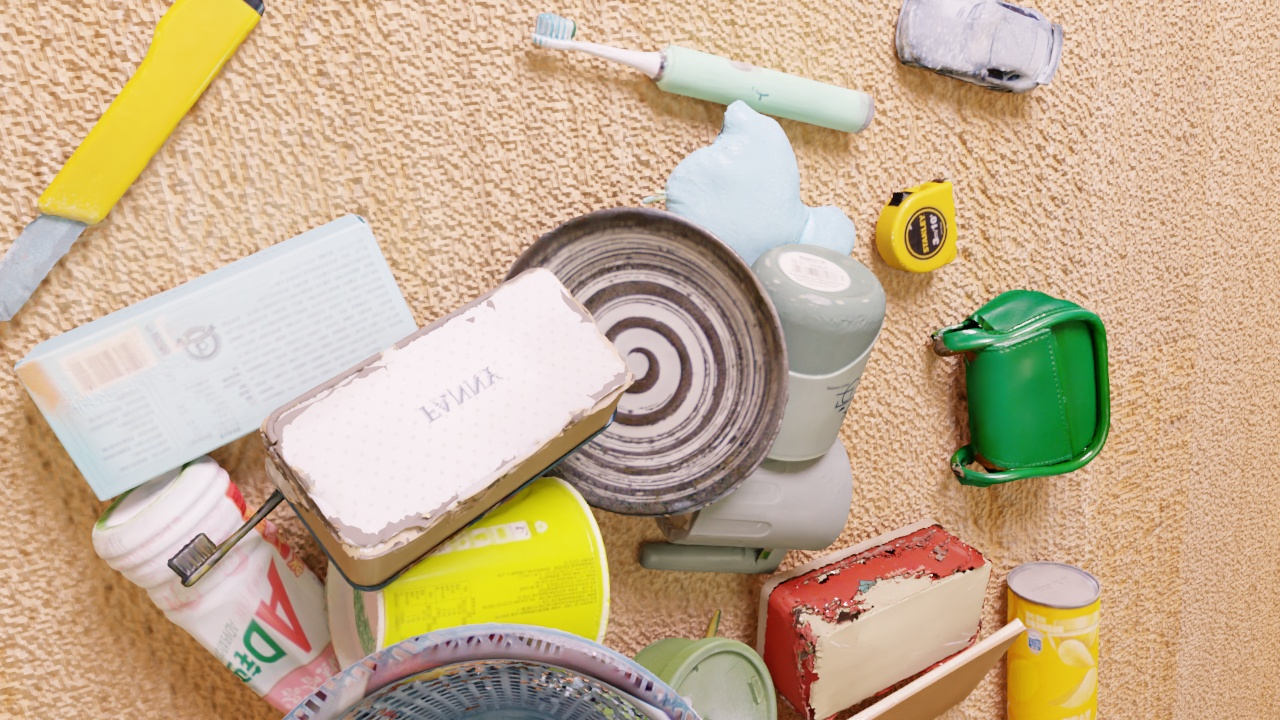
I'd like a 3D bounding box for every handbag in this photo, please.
[{"bbox_3d":[0.275,0.019,0.671,0.120,0.068,0.131,-15,110,-11],"label":"handbag"}]

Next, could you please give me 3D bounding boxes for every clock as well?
[{"bbox_3d":[0.021,0.245,0.593,0.160,0.056,0.116,-30,107,-39],"label":"clock"}]

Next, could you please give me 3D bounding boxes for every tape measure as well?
[{"bbox_3d":[0.186,-0.089,0.622,0.057,0.029,0.060,-20,110,-19],"label":"tape measure"}]

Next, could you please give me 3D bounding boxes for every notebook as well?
[{"bbox_3d":[0.177,0.271,0.673,0.211,0.012,0.150,-22,144,-19],"label":"notebook"}]

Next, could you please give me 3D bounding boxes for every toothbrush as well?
[{"bbox_3d":[-0.164,0.041,0.474,0.017,0.012,0.185,51,57,-16],"label":"toothbrush"},{"bbox_3d":[0.042,-0.167,0.542,0.224,0.026,0.027,5,126,-24],"label":"toothbrush"}]

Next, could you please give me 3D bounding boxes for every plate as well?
[{"bbox_3d":[-0.003,0.003,0.522,0.180,0.024,0.179,4,103,17],"label":"plate"}]

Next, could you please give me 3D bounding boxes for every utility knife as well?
[{"bbox_3d":[-0.251,-0.104,0.437,0.033,0.015,0.215,38,84,-27],"label":"utility knife"}]

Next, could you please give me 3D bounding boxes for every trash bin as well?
[{"bbox_3d":[-0.070,0.245,0.433,0.226,0.195,0.226,2,71,-7],"label":"trash bin"}]

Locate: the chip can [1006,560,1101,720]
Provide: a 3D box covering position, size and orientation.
[{"bbox_3d":[0.339,0.276,0.755,0.072,0.072,0.213,-12,108,-20],"label":"chip can"}]

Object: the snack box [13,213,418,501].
[{"bbox_3d":[-0.204,-0.006,0.463,0.174,0.051,0.074,-27,114,-15],"label":"snack box"}]

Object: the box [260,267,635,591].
[{"bbox_3d":[-0.085,0.026,0.452,0.183,0.061,0.090,-31,75,-32],"label":"box"}]

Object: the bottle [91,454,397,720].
[{"bbox_3d":[-0.199,0.141,0.495,0.068,0.068,0.197,-36,116,-11],"label":"bottle"}]

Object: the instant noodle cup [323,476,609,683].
[{"bbox_3d":[-0.098,0.123,0.494,0.123,0.112,0.112,0,103,-37],"label":"instant noodle cup"}]

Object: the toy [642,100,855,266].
[{"bbox_3d":[0.072,-0.076,0.566,0.156,0.050,0.161,-4,114,-28],"label":"toy"}]

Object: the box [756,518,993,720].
[{"bbox_3d":[0.170,0.181,0.640,0.168,0.077,0.091,-13,117,-28],"label":"box"}]

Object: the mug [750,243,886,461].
[{"bbox_3d":[0.100,-0.012,0.549,0.111,0.082,0.106,-29,141,-46],"label":"mug"}]

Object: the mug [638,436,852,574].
[{"bbox_3d":[0.062,0.094,0.594,0.103,0.083,0.124,7,125,-24],"label":"mug"}]

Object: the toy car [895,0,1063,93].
[{"bbox_3d":[0.224,-0.212,0.605,0.120,0.037,0.054,6,101,-21],"label":"toy car"}]
